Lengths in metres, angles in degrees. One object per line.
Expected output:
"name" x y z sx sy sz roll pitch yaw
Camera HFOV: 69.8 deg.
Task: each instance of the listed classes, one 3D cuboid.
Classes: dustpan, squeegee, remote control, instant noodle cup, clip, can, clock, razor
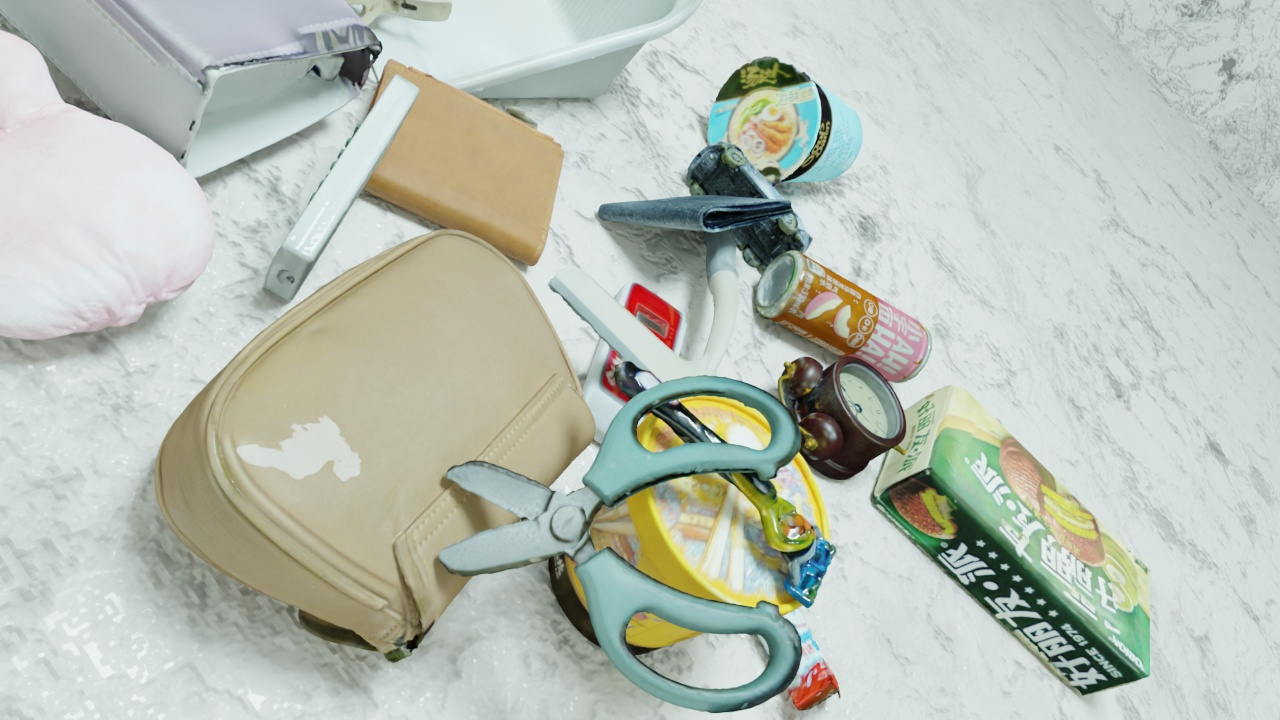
"dustpan" -0.081 -0.311 0.690 0.257 0.143 0.222 -7 64 -44
"squeegee" 0.055 -0.047 0.658 0.246 0.039 0.245 46 32 -24
"remote control" -0.004 0.004 0.606 0.056 0.020 0.135 34 43 -16
"instant noodle cup" 0.019 0.094 0.485 0.118 0.115 0.118 21 48 -26
"clip" -0.188 -0.257 0.622 0.103 0.035 0.089 -28 71 -30
"can" 0.166 -0.034 0.747 0.147 0.058 0.057 25 46 -23
"remote control" -0.162 -0.097 0.501 0.019 0.056 0.134 31 59 -18
"clock" 0.142 0.039 0.673 0.121 0.055 0.082 14 52 -36
"instant noodle cup" 0.140 -0.206 0.830 0.120 0.111 0.111 -4 62 -52
"razor" 0.042 0.051 0.433 0.142 0.022 0.042 46 39 -1

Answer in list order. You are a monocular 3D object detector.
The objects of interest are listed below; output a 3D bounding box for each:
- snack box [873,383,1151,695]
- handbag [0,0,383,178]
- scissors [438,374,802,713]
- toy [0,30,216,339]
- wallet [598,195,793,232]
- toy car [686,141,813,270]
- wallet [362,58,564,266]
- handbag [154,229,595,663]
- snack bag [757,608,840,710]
"snack box" 0.296 0.139 0.721 0.240 0.063 0.114 43 43 -6
"handbag" -0.258 -0.207 0.494 0.197 0.099 0.144 45 44 -1
"scissors" 0.005 0.087 0.391 0.174 0.019 0.176 -17 78 -18
"toy" -0.275 -0.080 0.414 0.159 0.054 0.121 50 52 1
"wallet" 0.043 -0.114 0.689 0.120 0.097 0.019 -17 113 -47
"toy car" 0.089 -0.127 0.757 0.120 0.054 0.036 49 44 3
"wallet" -0.116 -0.131 0.599 0.131 0.031 0.107 23 58 -26
"handbag" -0.116 0.033 0.438 0.148 0.100 0.203 51 41 -8
"snack bag" 0.086 0.161 0.557 0.045 0.026 0.105 -12 66 -41
